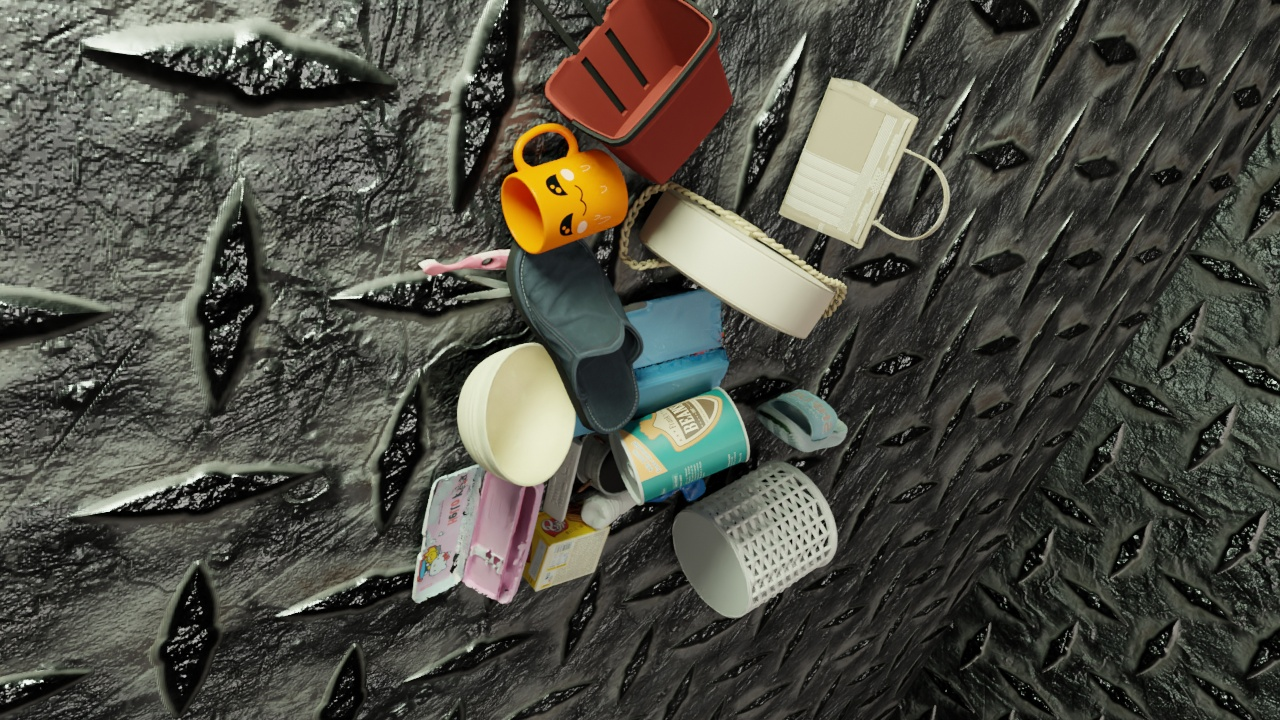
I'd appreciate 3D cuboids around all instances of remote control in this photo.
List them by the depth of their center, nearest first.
[{"bbox_3d":[-0.099,0.150,1.171,0.012,0.033,0.131,-30,143,-49],"label":"remote control"}]

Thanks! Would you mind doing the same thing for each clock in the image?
[{"bbox_3d":[-0.024,0.126,1.208,0.147,0.056,0.104,3,112,-43],"label":"clock"}]

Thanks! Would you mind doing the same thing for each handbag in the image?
[{"bbox_3d":[0.101,-0.100,1.000,0.208,0.211,0.103,15,110,-54],"label":"handbag"},{"bbox_3d":[0.281,-0.215,1.095,0.062,0.198,0.176,-9,129,-42],"label":"handbag"}]

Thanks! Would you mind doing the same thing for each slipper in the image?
[{"bbox_3d":[-0.046,-0.027,0.967,0.108,0.084,0.266,-41,126,-29],"label":"slipper"},{"bbox_3d":[0.264,0.088,1.446,0.245,0.104,0.074,7,115,-56],"label":"slipper"}]

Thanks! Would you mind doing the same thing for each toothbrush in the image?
[{"bbox_3d":[-0.157,-0.096,0.900,0.134,0.016,0.022,-12,131,-44],"label":"toothbrush"}]

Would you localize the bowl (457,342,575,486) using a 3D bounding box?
[{"bbox_3d":[-0.143,0.056,0.983,0.150,0.075,0.151,-3,93,-57],"label":"bowl"}]

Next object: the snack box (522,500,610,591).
[{"bbox_3d":[-0.106,0.246,1.227,0.105,0.061,0.084,-8,127,-43],"label":"snack box"}]

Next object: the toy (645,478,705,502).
[{"bbox_3d":[0.051,0.154,1.306,0.112,0.071,0.177,-27,149,-25],"label":"toy"}]

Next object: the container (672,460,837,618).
[{"bbox_3d":[0.179,0.281,1.453,0.186,0.189,0.190,-24,137,-30],"label":"container"}]

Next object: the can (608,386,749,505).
[{"bbox_3d":[0.046,0.104,1.121,0.143,0.099,0.099,-21,138,-13],"label":"can"}]

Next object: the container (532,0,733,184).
[{"bbox_3d":[-0.011,-0.264,0.816,0.148,0.127,0.201,-50,151,1],"label":"container"}]

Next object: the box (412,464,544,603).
[{"bbox_3d":[-0.197,0.217,1.093,0.101,0.111,0.202,-42,154,-56],"label":"box"}]

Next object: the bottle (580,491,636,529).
[{"bbox_3d":[-0.032,0.188,1.249,0.136,0.044,0.044,-24,141,-61],"label":"bottle"}]

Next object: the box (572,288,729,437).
[{"bbox_3d":[-0.002,0.012,1.094,0.231,0.060,0.176,-15,133,-21],"label":"box"}]

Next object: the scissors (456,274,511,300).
[{"bbox_3d":[-0.117,-0.081,0.956,0.130,0.014,0.153,-46,148,-3],"label":"scissors"}]

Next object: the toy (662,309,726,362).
[{"bbox_3d":[0.070,-0.024,1.184,0.103,0.046,0.084,-53,158,13],"label":"toy"}]

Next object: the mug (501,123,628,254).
[{"bbox_3d":[-0.078,-0.169,0.877,0.095,0.078,0.113,-25,107,-30],"label":"mug"}]
